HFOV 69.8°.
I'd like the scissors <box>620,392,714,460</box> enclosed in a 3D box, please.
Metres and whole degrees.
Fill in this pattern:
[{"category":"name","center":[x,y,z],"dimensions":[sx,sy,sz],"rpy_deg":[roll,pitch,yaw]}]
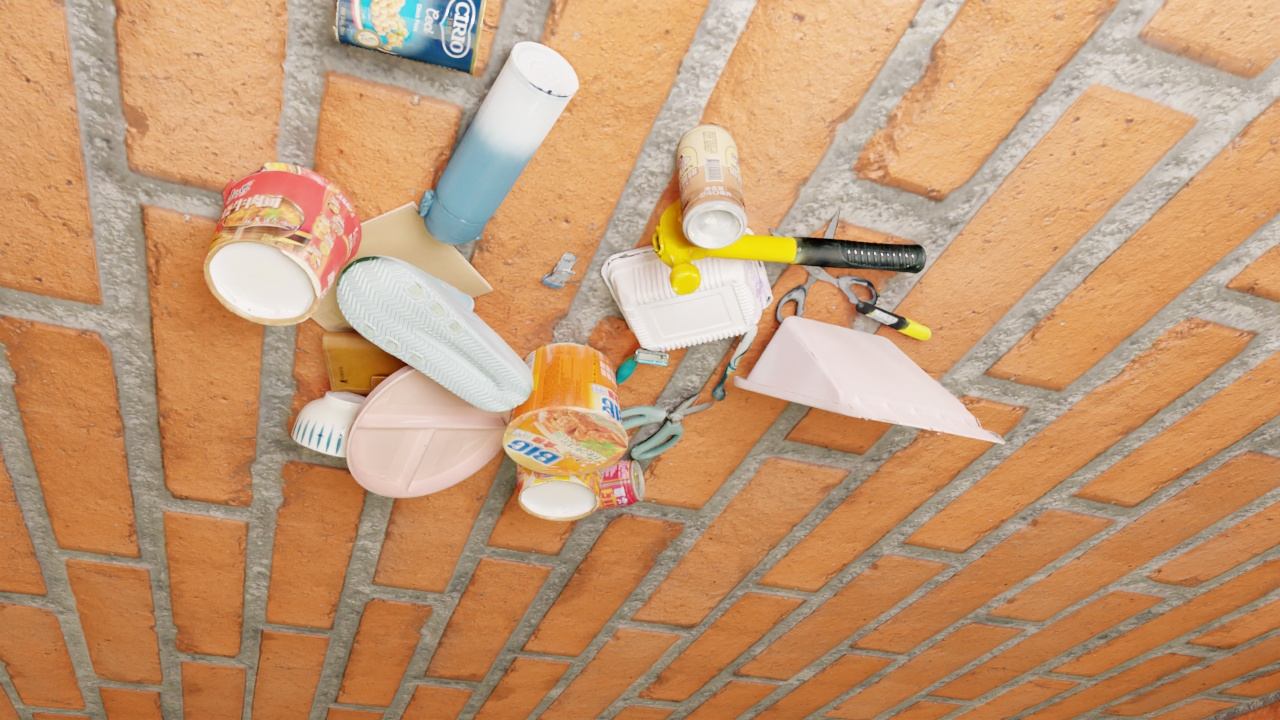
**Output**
[{"category":"scissors","center":[0.018,0.094,1.242],"dimensions":[0.170,0.019,0.181],"rpy_deg":[-15,149,-5]}]

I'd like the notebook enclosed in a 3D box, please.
[{"category":"notebook","center":[-0.294,-0.089,1.019],"dimensions":[0.212,0.012,0.149],"rpy_deg":[-18,140,19]}]

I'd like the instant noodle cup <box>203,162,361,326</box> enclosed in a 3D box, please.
[{"category":"instant noodle cup","center":[-0.355,-0.107,0.904],"dimensions":[0.138,0.108,0.138],"rpy_deg":[1,135,1]}]

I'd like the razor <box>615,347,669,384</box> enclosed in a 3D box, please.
[{"category":"razor","center":[-0.007,0.007,1.118],"dimensions":[0.043,0.028,0.133],"rpy_deg":[5,165,-17]}]

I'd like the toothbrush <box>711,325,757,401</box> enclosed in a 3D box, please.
[{"category":"toothbrush","center":[0.115,0.007,1.122],"dimensions":[0.016,0.018,0.192],"rpy_deg":[-24,160,-21]}]

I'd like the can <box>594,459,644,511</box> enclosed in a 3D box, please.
[{"category":"can","center":[-0.046,0.181,1.324],"dimensions":[0.094,0.066,0.066],"rpy_deg":[-12,141,13]}]

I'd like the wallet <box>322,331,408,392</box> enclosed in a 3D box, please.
[{"category":"wallet","center":[-0.314,0.008,1.121],"dimensions":[0.130,0.035,0.119],"rpy_deg":[2,139,-9]}]

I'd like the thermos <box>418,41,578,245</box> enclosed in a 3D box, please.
[{"category":"thermos","center":[-0.138,-0.191,0.850],"dimensions":[0.070,0.070,0.221],"rpy_deg":[21,137,-26]}]

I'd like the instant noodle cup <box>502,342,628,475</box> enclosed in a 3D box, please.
[{"category":"instant noodle cup","center":[-0.091,0.057,1.127],"dimensions":[0.151,0.111,0.152],"rpy_deg":[-1,142,-1]}]

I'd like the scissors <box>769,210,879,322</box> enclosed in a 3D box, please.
[{"category":"scissors","center":[0.201,-0.097,1.022],"dimensions":[0.159,0.014,0.181],"rpy_deg":[9,140,-12]}]

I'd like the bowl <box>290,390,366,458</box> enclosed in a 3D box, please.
[{"category":"bowl","center":[-0.377,0.077,1.167],"dimensions":[0.116,0.116,0.066],"rpy_deg":[14,95,-19]}]

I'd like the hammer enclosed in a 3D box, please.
[{"category":"hammer","center":[0.155,-0.113,0.932],"dimensions":[0.300,0.128,0.033],"rpy_deg":[2,138,-19]}]

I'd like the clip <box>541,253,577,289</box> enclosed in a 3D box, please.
[{"category":"clip","center":[-0.088,-0.094,1.012],"dimensions":[0.024,0.027,0.056],"rpy_deg":[21,147,-24]}]

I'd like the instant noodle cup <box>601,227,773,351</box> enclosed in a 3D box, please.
[{"category":"instant noodle cup","center":[0.055,-0.069,1.017],"dimensions":[0.174,0.060,0.138],"rpy_deg":[-13,140,12]}]

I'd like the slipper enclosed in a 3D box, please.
[{"category":"slipper","center":[-0.219,-0.035,1.022],"dimensions":[0.245,0.074,0.104],"rpy_deg":[40,120,-22]}]

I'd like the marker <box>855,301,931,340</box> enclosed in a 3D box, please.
[{"category":"marker","center":[0.297,-0.047,1.075],"dimensions":[0.124,0.015,0.018],"rpy_deg":[18,135,-32]}]

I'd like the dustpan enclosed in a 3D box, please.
[{"category":"dustpan","center":[0.237,0.056,1.057],"dimensions":[0.222,0.273,0.139],"rpy_deg":[13,119,-27]}]

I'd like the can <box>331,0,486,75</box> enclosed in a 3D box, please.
[{"category":"can","center":[-0.181,-0.278,0.730],"dimensions":[0.111,0.075,0.075],"rpy_deg":[10,141,-13]}]

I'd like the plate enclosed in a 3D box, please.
[{"category":"plate","center":[-0.256,0.080,1.143],"dimensions":[0.229,0.028,0.230],"rpy_deg":[-23,140,-21]}]

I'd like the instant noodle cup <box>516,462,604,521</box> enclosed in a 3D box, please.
[{"category":"instant noodle cup","center":[-0.109,0.145,1.242],"dimensions":[0.138,0.109,0.138],"rpy_deg":[0,141,0]}]

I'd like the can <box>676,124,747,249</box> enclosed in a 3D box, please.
[{"category":"can","center":[0.065,-0.162,0.852],"dimensions":[0.058,0.116,0.059],"rpy_deg":[-1,141,-1]}]
